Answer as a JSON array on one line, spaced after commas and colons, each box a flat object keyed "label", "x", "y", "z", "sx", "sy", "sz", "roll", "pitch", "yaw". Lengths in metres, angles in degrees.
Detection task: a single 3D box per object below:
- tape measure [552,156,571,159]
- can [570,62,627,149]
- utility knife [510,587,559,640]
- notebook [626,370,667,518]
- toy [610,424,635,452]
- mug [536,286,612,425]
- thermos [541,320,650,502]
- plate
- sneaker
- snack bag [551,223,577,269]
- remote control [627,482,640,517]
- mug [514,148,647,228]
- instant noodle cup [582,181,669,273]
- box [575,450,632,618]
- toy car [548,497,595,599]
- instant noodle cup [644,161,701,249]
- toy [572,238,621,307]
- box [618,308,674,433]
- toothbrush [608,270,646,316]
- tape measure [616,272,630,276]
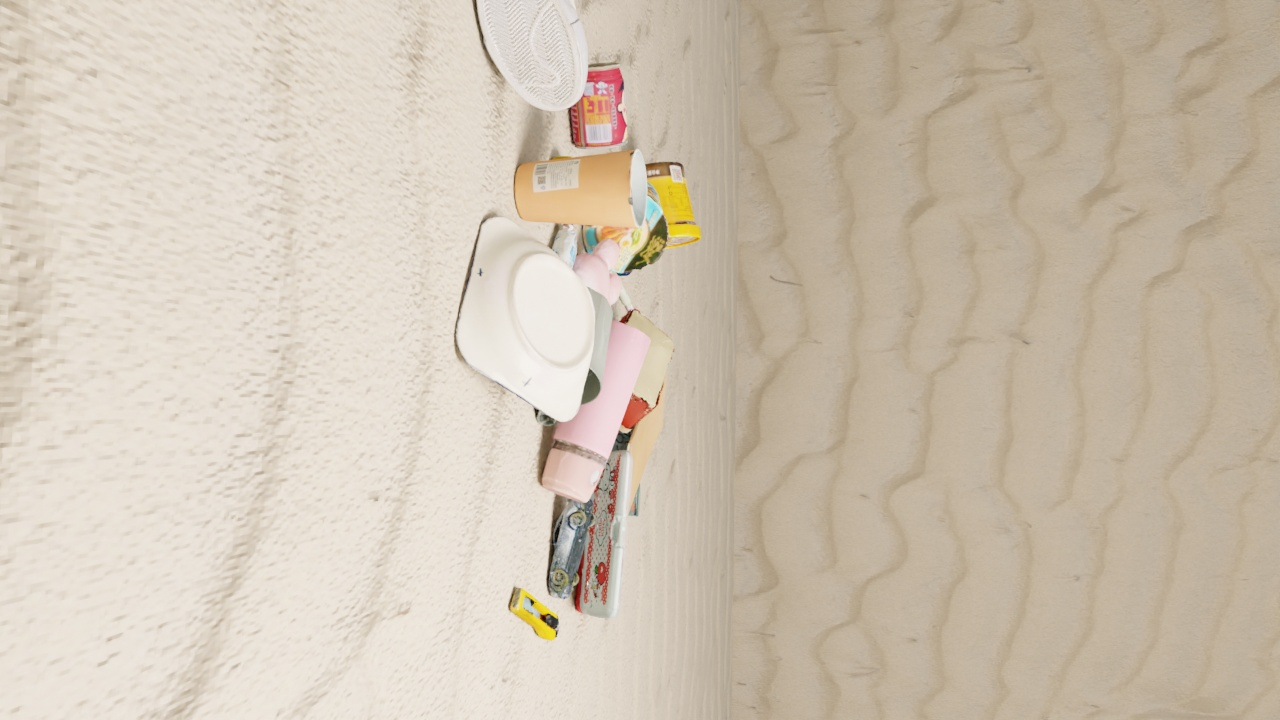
[{"label": "tape measure", "x": -0.083, "y": -0.202, "z": 1.038, "sx": 0.059, "sy": 0.029, "sz": 0.057, "roll": -66, "pitch": 154, "yaw": -63}, {"label": "can", "x": -0.051, "y": -0.305, "z": 1.096, "sx": 0.066, "sy": 0.066, "sz": 0.094, "roll": -63, "pitch": 151, "yaw": -64}, {"label": "utility knife", "x": -0.109, "y": 0.271, "z": 0.970, "sx": 0.154, "sy": 0.015, "sz": 0.033, "roll": 68, "pitch": 23, "yaw": -61}, {"label": "notebook", "x": 0.008, "y": 0.103, "z": 1.283, "sx": 0.210, "sy": 0.012, "sz": 0.150, "roll": -67, "pitch": 166, "yaw": -51}, {"label": "toy", "x": -0.021, "y": 0.079, "z": 1.293, "sx": 0.161, "sy": 0.050, "sz": 0.156, "roll": 56, "pitch": 45, "yaw": -56}, {"label": "mug", "x": -0.081, "y": -0.005, "z": 0.974, "sx": 0.124, "sy": 0.083, "sz": 0.103, "roll": 118, "pitch": -15, "yaw": -50}, {"label": "thermos", "x": -0.047, "y": 0.060, "z": 1.027, "sx": 0.087, "sy": 0.067, "sz": 0.198, "roll": 43, "pitch": 63, "yaw": -62}, {"label": "plate", "x": -0.089, "y": -0.040, "z": 0.840, "sx": 0.164, "sy": 0.034, "sz": 0.163, "roll": 37, "pitch": 49, "yaw": -42}, {"label": "sneaker", "x": -0.103, "y": -0.348, "z": 0.821, "sx": 0.090, "sy": 0.089, "sz": 0.242, "roll": -79, "pitch": 159, "yaw": -57}, {"label": "snack bag", "x": -0.088, "y": -0.116, "z": 1.025, "sx": 0.048, "sy": 0.026, "sz": 0.104, "roll": 87, "pitch": 10, "yaw": -49}, {"label": "remote control", "x": -0.022, "y": 0.207, "z": 1.375, "sx": 0.135, "sy": 0.019, "sz": 0.056, "roll": 41, "pitch": 51, "yaw": -75}, {"label": "mug", "x": -0.060, "y": -0.170, "z": 0.922, "sx": 0.078, "sy": 0.123, "sz": 0.078, "roll": 1, "pitch": 89, "yaw": -79}, {"label": "instant noodle cup", "x": -0.016, "y": -0.189, "z": 1.205, "sx": 0.120, "sy": 0.111, "sz": 0.111, "roll": -84, "pitch": 170, "yaw": -60}, {"label": "box", "x": -0.048, "y": 0.218, "z": 1.152, "sx": 0.160, "sy": 0.065, "sz": 0.201, "roll": 124, "pitch": -29, "yaw": -73}, {"label": "toy car", "x": -0.082, "y": 0.212, "z": 1.052, "sx": 0.054, "sy": 0.037, "sz": 0.120, "roll": 45, "pitch": 57, "yaw": -74}, {"label": "instant noodle cup", "x": 0.025, "y": -0.229, "z": 1.366, "sx": 0.118, "sy": 0.118, "sz": 0.114, "roll": -4, "pitch": 87, "yaw": -78}, {"label": "toy", "x": -0.057, "y": -0.078, "z": 1.101, "sx": 0.159, "sy": 0.054, "sz": 0.121, "roll": -61, "pitch": 154, "yaw": -54}, {"label": "box", "x": -0.007, "y": 0.007, "z": 1.205, "sx": 0.091, "sy": 0.078, "sz": 0.168, "roll": 40, "pitch": 32, "yaw": -14}, {"label": "toothbrush", "x": -0.022, "y": -0.092, "z": 1.364, "sx": 0.020, "sy": 0.029, "sz": 0.189, "roll": 50, "pitch": -4, "yaw": 23}, {"label": "tape measure", "x": -0.028, "y": -0.148, "z": 1.314, "sx": 0.058, "sy": 0.025, "sz": 0.054, "roll": 53, "pitch": 41, "yaw": -65}]
